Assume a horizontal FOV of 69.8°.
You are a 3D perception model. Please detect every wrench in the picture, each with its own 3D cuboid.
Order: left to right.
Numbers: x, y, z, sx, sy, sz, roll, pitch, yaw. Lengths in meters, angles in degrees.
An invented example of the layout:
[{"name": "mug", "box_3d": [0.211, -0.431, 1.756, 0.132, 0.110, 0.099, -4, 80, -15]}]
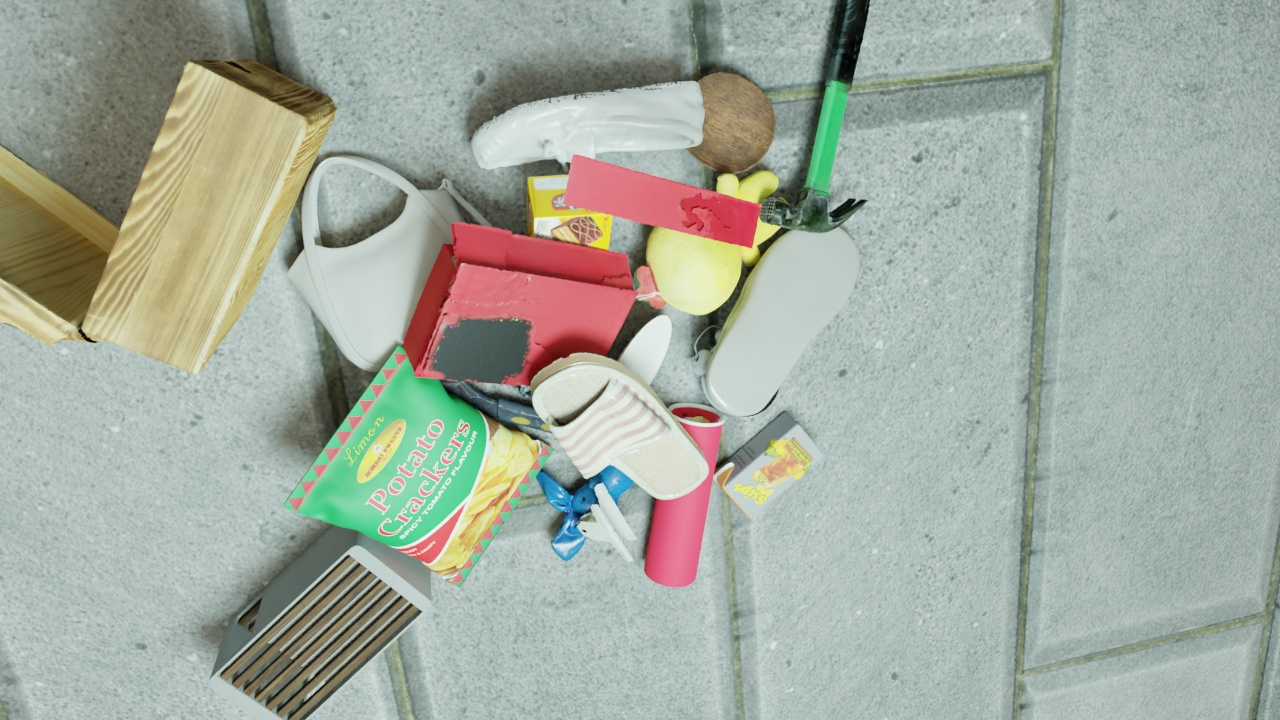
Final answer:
[{"name": "wrench", "box_3d": [-0.129, 0.065, 1.075, 0.273, 0.022, 0.074, 14, 132, -20]}]

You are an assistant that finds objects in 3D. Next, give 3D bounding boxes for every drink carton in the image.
[{"name": "drink carton", "box_3d": [0.160, 0.132, 1.158, 0.125, 0.048, 0.076, -41, 112, 2]}]

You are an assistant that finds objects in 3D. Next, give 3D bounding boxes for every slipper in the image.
[{"name": "slipper", "box_3d": [-0.054, -0.236, 0.959, 0.246, 0.112, 0.074, -9, 73, -4]}, {"name": "slipper", "box_3d": [-0.015, 0.087, 0.985, 0.115, 0.052, 0.263, -35, 131, 15]}, {"name": "slipper", "box_3d": [0.153, -0.048, 1.072, 0.113, 0.081, 0.265, 37, 73, -11]}]

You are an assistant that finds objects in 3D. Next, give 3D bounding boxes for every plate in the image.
[{"name": "plate", "box_3d": [-0.006, 0.006, 1.050, 0.011, 0.134, 0.135, 30, 102, 19]}]

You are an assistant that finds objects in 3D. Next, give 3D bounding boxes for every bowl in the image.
[{"name": "bowl", "box_3d": [0.093, -0.264, 1.023, 0.114, 0.026, 0.102, 29, 99, -19]}]

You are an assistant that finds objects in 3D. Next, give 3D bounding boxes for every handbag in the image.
[{"name": "handbag", "box_3d": [-0.263, -0.119, 0.977, 0.215, 0.095, 0.222, -29, 100, -4]}]

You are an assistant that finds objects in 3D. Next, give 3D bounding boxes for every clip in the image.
[{"name": "clip", "box_3d": [-0.042, 0.194, 1.079, 0.052, 0.058, 0.102, -37, 123, -15]}]

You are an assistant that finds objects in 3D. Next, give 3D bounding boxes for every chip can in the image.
[{"name": "chip can", "box_3d": [0.052, 0.167, 1.135, 0.069, 0.069, 0.221, 4, 107, -14]}]

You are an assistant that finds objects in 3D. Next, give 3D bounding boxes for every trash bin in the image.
[{"name": "trash bin", "box_3d": [-0.361, 0.292, 1.054, 0.229, 0.114, 0.114, -43, 112, 3]}]

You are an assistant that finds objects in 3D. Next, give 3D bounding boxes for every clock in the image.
[{"name": "clock", "box_3d": [0.112, 0.011, 1.102, 0.122, 0.035, 0.094, 47, 74, -15]}]

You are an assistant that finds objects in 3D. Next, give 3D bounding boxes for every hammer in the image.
[{"name": "hammer", "box_3d": [0.219, -0.300, 1.016, 0.130, 0.032, 0.319, 5, 99, -30]}]

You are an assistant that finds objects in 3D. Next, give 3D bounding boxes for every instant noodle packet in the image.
[{"name": "instant noodle packet", "box_3d": [-0.230, 0.126, 1.007, 0.252, 0.090, 0.195, 40, 81, -42]}]

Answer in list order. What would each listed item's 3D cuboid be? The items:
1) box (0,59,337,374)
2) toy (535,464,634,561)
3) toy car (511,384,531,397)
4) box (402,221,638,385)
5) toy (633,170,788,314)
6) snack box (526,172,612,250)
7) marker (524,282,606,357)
[{"name": "box", "box_3d": [-0.482, -0.160, 0.791, 0.334, 0.279, 0.286, 22, 101, -21]}, {"name": "toy", "box_3d": [-0.051, 0.154, 1.108, 0.176, 0.071, 0.113, -33, 110, 10]}, {"name": "toy car", "box_3d": [-0.099, 0.028, 1.064, 0.120, 0.056, 0.043, 17, 97, -21]}, {"name": "box", "box_3d": [-0.138, -0.072, 0.970, 0.213, 0.153, 0.165, 5, 123, -39]}, {"name": "toy", "box_3d": [0.085, -0.130, 1.035, 0.207, 0.092, 0.134, -45, 125, -18]}, {"name": "snack box", "box_3d": [-0.078, -0.141, 0.980, 0.083, 0.061, 0.106, -6, 147, -11]}, {"name": "marker", "box_3d": [-0.088, -0.038, 1.057, 0.027, 0.023, 0.133, -46, 113, -13]}]
